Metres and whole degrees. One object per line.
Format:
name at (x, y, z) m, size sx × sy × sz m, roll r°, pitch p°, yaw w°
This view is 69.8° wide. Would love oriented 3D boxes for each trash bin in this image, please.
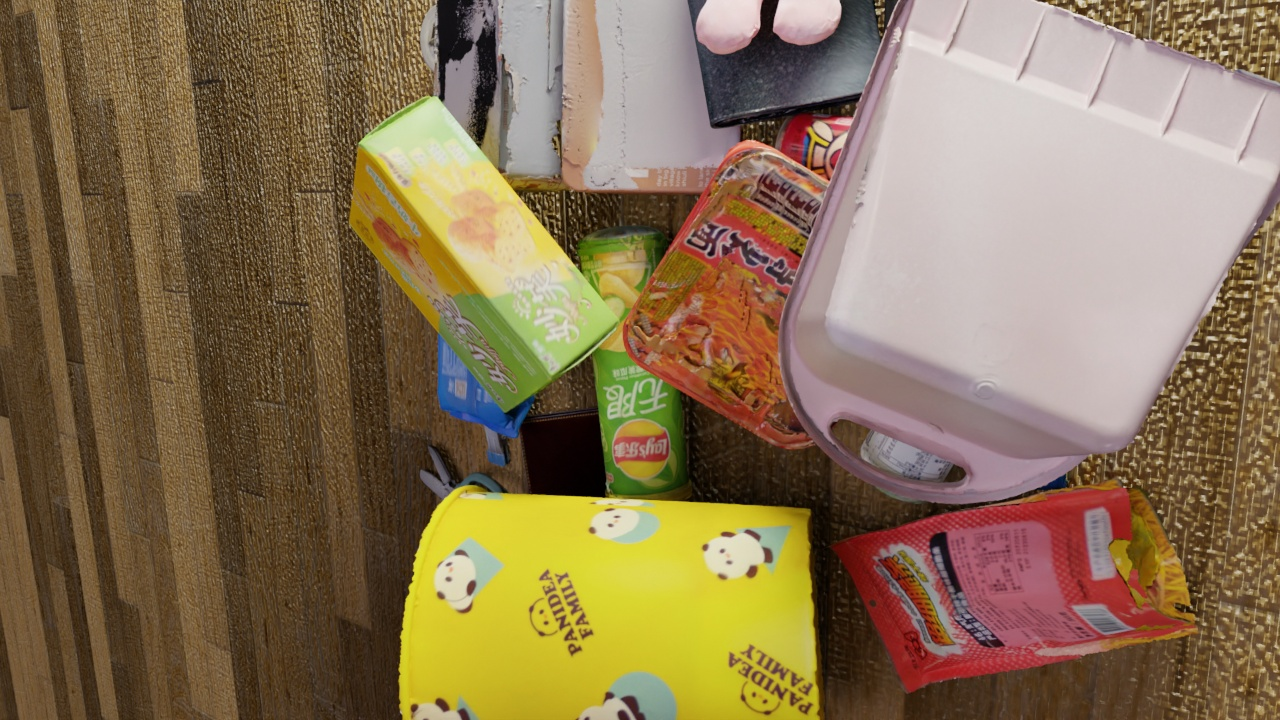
trash bin at (-0.003, 0.200, 0.648) m, size 0.255 × 0.229 × 0.229 m, roll -3°, pitch 99°, yaw 12°

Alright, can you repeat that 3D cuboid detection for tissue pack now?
tissue pack at (-0.138, -0.013, 0.834) m, size 0.095 × 0.052 × 0.157 m, roll 11°, pitch 104°, yaw 35°

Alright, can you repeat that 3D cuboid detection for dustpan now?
dustpan at (0.199, -0.051, 0.532) m, size 0.222 × 0.139 × 0.273 m, roll 25°, pitch 87°, yaw 6°

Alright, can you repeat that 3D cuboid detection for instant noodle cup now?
instant noodle cup at (0.094, -0.043, 0.620) m, size 0.164 × 0.078 × 0.189 m, roll 31°, pitch 123°, yaw -3°

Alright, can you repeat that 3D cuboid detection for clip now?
clip at (-0.137, 0.073, 0.876) m, size 0.025 × 0.029 × 0.057 m, roll 16°, pitch 119°, yaw 35°

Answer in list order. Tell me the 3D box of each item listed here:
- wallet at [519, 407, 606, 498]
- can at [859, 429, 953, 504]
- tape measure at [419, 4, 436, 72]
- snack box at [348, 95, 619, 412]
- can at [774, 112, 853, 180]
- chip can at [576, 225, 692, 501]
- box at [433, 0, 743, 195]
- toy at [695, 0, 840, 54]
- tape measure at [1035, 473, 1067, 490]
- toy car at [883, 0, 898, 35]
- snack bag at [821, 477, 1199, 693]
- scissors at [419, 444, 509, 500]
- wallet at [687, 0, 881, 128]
wallet at (-0.058, 0.092, 0.822) m, size 0.123 × 0.020 × 0.096 m, roll -9°, pitch 90°, yaw 38°
can at (0.197, 0.020, 0.598) m, size 0.058 × 0.058 × 0.147 m, roll 34°, pitch 118°, yaw 25°
tape measure at (-0.161, -0.279, 0.806) m, size 0.066 × 0.033 × 0.066 m, roll 23°, pitch 111°, yaw 29°
snack box at (-0.126, -0.070, 0.693) m, size 0.210 × 0.069 × 0.158 m, roll 51°, pitch 157°, yaw -3°
can at (0.157, -0.128, 0.596) m, size 0.133 × 0.053 × 0.053 m, roll 17°, pitch 109°, yaw 32°
chip can at (-0.004, 0.004, 0.731) m, size 0.073 × 0.072 × 0.221 m, roll -1°, pitch 100°, yaw 36°
box at (-0.052, -0.215, 0.683) m, size 0.274 × 0.124 × 0.179 m, roll 8°, pitch 100°, yaw 33°
toy at (0.083, -0.259, 0.574) m, size 0.121 × 0.054 × 0.159 m, roll 3°, pitch 71°, yaw 21°
tape measure at (0.245, 0.056, 0.591) m, size 0.058 × 0.025 × 0.054 m, roll 3°, pitch 100°, yaw 31°
toy car at (0.184, -0.227, 0.562) m, size 0.071 × 0.041 × 0.156 m, roll -2°, pitch 91°, yaw 36°
snack bag at (0.233, 0.149, 0.601) m, size 0.208 × 0.073 × 0.128 m, roll -28°, pitch 95°, yaw 41°
scissors at (-0.170, 0.170, 0.913) m, size 0.173 × 0.019 × 0.179 m, roll 21°, pitch 119°, yaw 39°
wallet at (0.097, -0.211, 0.605) m, size 0.121 × 0.019 × 0.097 m, roll -10°, pitch 86°, yaw 6°
